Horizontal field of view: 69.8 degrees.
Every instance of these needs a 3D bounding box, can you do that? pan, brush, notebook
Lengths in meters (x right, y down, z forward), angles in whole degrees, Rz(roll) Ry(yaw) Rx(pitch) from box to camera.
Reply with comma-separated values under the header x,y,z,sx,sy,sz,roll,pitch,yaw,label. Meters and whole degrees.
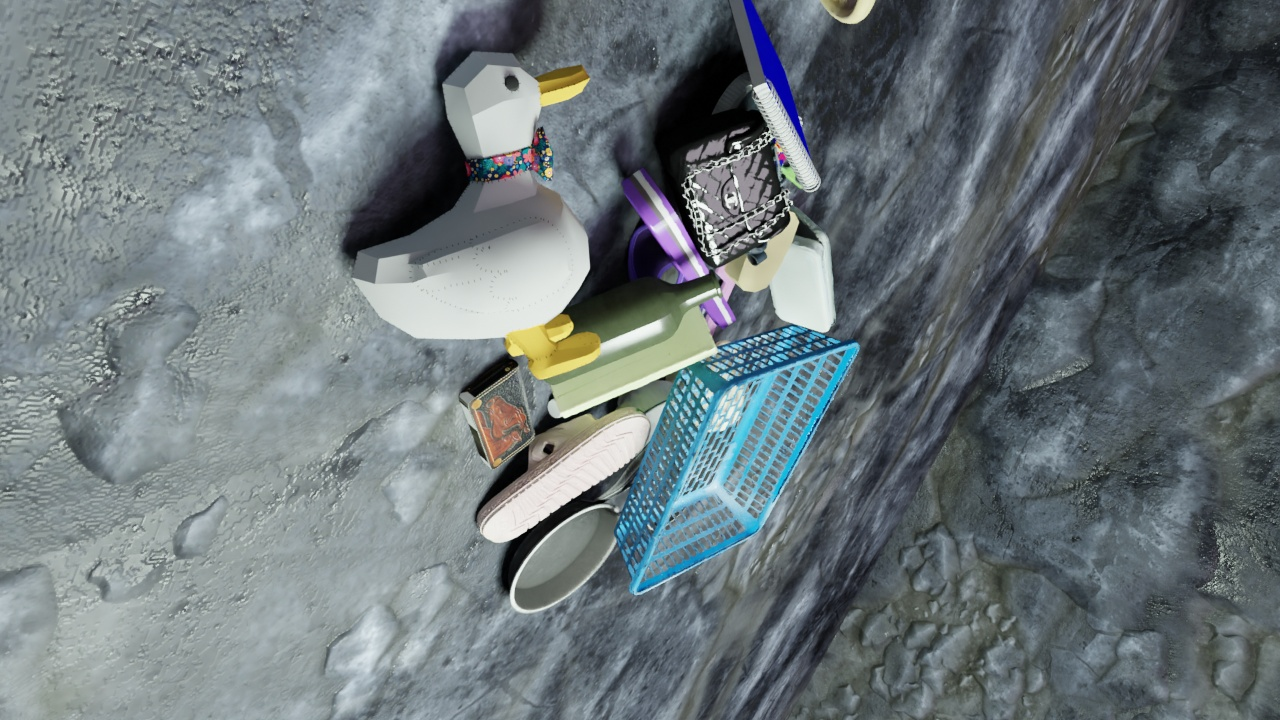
x,y,z,sx,sy,sz,roll,pitch,yaw,label
-0.052,0.192,1.198,0.357,0.055,0.187,-56,149,11,pan
0.135,-0.110,1.237,0.089,0.043,0.229,3,118,-50,brush
0.112,0.104,1.395,0.356,0.034,0.225,-53,158,-7,pan
0.141,-0.299,0.988,0.022,0.171,0.209,-19,157,18,notebook

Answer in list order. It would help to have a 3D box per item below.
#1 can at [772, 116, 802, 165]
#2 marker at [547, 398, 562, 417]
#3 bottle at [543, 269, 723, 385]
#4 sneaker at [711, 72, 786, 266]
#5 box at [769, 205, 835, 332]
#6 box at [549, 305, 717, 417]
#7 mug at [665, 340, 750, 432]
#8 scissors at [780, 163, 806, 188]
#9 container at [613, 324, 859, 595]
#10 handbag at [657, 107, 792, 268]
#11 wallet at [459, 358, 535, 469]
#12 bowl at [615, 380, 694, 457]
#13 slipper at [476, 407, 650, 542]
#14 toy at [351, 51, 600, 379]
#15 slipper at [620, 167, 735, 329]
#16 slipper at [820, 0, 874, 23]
x,y,z,sx,sy,sz,roll,pitch,yaw,label
0.169,-0.264,1.151,0.032,0.032,0.095,5,114,-58,can
-0.057,0.039,1.118,0.132,0.027,0.023,-21,134,-44,marker
-0.015,-0.042,0.962,0.207,0.071,0.071,-22,147,5,bottle
0.130,-0.221,1.091,0.089,0.087,0.236,-38,145,-31,sneaker
0.231,-0.112,1.338,0.083,0.122,0.216,-27,139,-6,box
-0.006,0.005,1.021,0.188,0.083,0.091,-24,144,8,box
0.093,0.023,1.255,0.120,0.096,0.100,-52,133,-12,mug
0.183,-0.245,1.222,0.171,0.025,0.160,10,115,-54,scissors
0.104,0.114,1.162,0.256,0.089,0.363,-16,139,-40,container
0.103,-0.186,0.995,0.125,0.114,0.154,-24,120,-3,handbag
-0.153,0.060,1.000,0.072,0.019,0.123,-37,145,-25,wallet
0.010,0.065,1.190,0.118,0.062,0.118,-25,149,-16,bowl
-0.099,0.123,1.099,0.239,0.064,0.094,-36,145,-3,slipper
-0.123,-0.114,0.777,0.246,0.141,0.268,-28,117,-16,toy
0.022,-0.104,1.033,0.084,0.107,0.266,-34,149,3,slipper
0.200,-0.483,0.955,0.079,0.111,0.262,-18,132,-19,slipper
